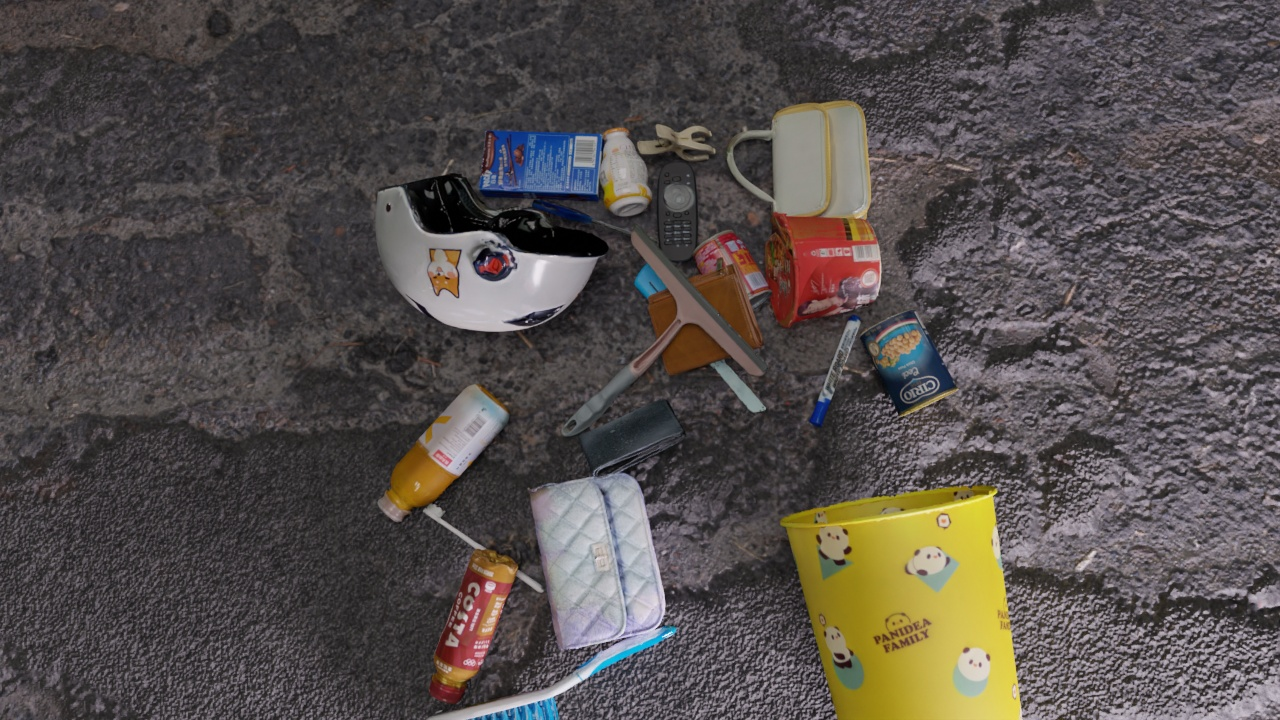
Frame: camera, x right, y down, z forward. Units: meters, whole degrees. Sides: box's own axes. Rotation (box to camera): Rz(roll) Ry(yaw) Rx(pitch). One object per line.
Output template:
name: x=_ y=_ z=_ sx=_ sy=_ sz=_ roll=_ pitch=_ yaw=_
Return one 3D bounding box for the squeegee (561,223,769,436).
squeegee: x=-0.007 y=0.007 z=1.118 sx=0.250 sy=0.040 sz=0.247 roll=-46 pitch=69 yaw=14

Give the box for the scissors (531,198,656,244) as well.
scissors: x=-0.064 y=-0.177 z=1.154 sx=0.162 sy=0.164 sz=0.012 roll=26 pitch=103 yaw=35

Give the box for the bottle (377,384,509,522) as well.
bottle: x=-0.242 y=0.115 z=1.118 sx=0.068 sy=0.068 sz=0.189 roll=41 pitch=84 yaw=10

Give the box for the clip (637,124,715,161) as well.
clip: x=0.050 y=-0.280 z=1.172 sx=0.100 sy=0.071 sz=0.034 roll=-2 pitch=75 yaw=-31

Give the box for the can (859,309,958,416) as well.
can: x=0.319 y=0.002 z=1.097 sx=0.075 sy=0.075 sz=0.111 roll=-24 pitch=78 yaw=-1

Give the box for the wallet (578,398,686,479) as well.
wallet: x=-0.011 y=0.091 z=1.099 sx=0.121 sy=0.097 sz=0.019 roll=-25 pitch=117 yaw=-3

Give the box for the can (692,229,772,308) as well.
can: x=0.112 y=-0.107 z=1.137 sx=0.066 sy=0.066 sz=0.093 roll=-29 pitch=79 yaw=-2

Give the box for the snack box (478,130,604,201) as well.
snack box: x=-0.129 y=-0.256 z=1.204 sx=0.157 sy=0.026 sz=0.084 roll=3 pitch=79 yaw=5

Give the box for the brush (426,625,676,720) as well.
brush: x=-0.100 y=0.397 z=1.063 sx=0.314 sy=0.060 sz=0.109 roll=-13 pitch=75 yaw=-1

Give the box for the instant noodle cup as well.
instant noodle cup: x=0.219 y=-0.111 z=1.101 sx=0.108 sy=0.138 sz=0.137 roll=-5 pitch=78 yaw=-6

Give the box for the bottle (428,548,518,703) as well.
bottle: x=-0.199 y=0.311 z=1.075 sx=0.057 sy=0.057 sz=0.175 roll=21 pitch=90 yaw=8

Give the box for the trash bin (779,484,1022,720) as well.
trash bin: x=0.287 y=0.277 z=0.978 sx=0.229 sy=0.229 sz=0.255 roll=-11 pitch=84 yaw=2

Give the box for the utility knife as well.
utility knife: x=0.074 y=-0.026 z=1.150 sx=0.034 sy=0.018 sz=0.238 roll=-40 pitch=80 yaw=-5

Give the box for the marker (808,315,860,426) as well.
marker: x=0.241 y=0.012 z=1.130 sx=0.017 sy=0.017 sz=0.145 roll=21 pitch=81 yaw=8

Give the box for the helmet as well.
helmet: x=-0.191 y=-0.114 z=1.099 sx=0.274 sy=0.229 sz=0.157 roll=21 pitch=108 yaw=-1

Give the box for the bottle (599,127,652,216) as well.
bottle: x=-0.022 y=-0.242 z=1.175 sx=0.063 sy=0.063 sz=0.108 roll=-11 pitch=77 yaw=2

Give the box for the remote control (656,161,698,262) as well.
remote control: x=0.048 y=-0.189 z=1.179 sx=0.053 sy=0.024 sz=0.136 roll=-1 pitch=78 yaw=5

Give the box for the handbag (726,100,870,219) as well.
handbag: x=0.198 y=-0.245 z=1.163 sx=0.179 sy=0.063 sz=0.163 roll=-1 pitch=76 yaw=7

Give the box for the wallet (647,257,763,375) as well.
wallet: x=0.072 y=-0.055 z=1.109 sx=0.131 sy=0.035 sz=0.119 roll=-18 pitch=85 yaw=33

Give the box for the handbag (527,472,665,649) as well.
handbag: x=-0.050 y=0.230 z=1.078 sx=0.134 sy=0.075 sz=0.193 roll=-13 pitch=77 yaw=2

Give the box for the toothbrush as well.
toothbrush: x=-0.190 y=0.228 z=1.119 sx=0.180 sy=0.016 sz=0.016 roll=33 pitch=77 yaw=10
